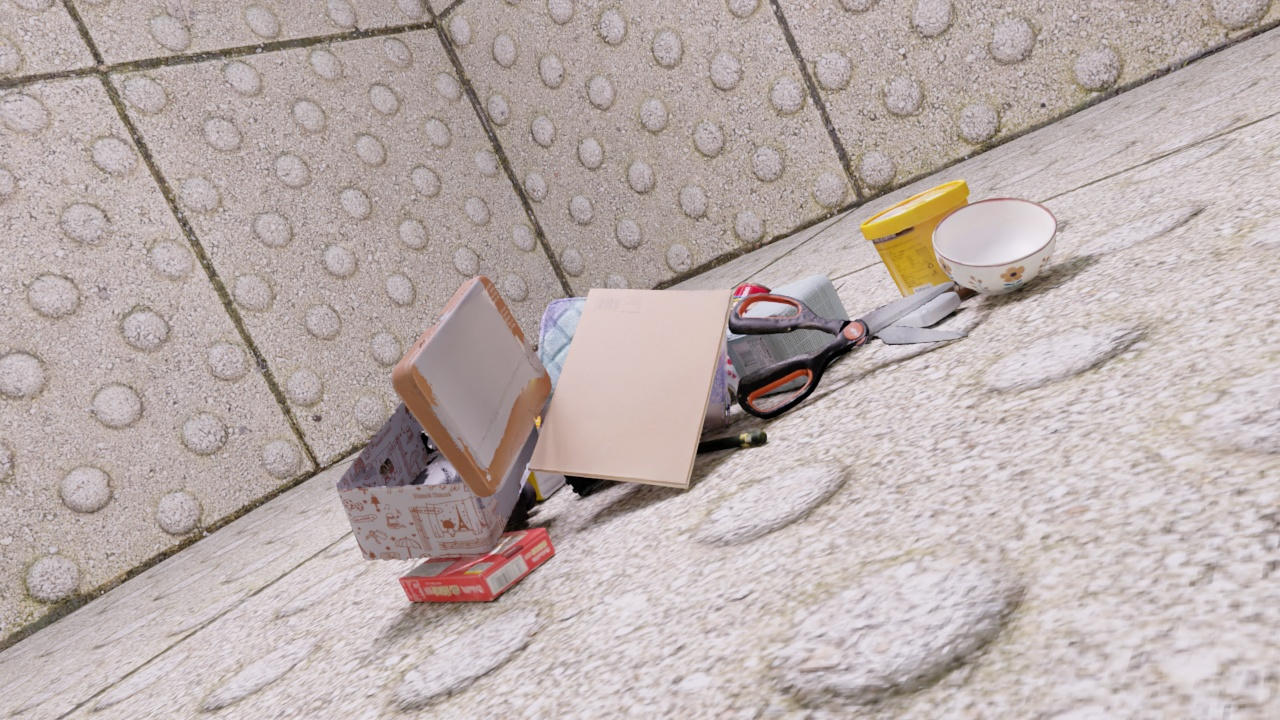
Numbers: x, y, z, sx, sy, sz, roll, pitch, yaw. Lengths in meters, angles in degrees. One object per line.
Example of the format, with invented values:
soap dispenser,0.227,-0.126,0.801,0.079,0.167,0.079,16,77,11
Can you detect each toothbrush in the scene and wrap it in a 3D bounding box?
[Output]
toothbrush,0.054,0.083,0.868,0.017,0.012,0.186,-25,5,-39

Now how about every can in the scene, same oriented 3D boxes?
can,0.110,-0.022,1.045,0.053,0.053,0.132,-15,43,57

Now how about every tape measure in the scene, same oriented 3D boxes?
tape measure,-0.041,0.102,0.935,0.066,0.033,0.066,-36,4,18

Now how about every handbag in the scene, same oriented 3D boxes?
handbag,-0.005,0.005,0.933,0.194,0.134,0.076,0,-20,6

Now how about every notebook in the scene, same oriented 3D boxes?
notebook,-0.006,0.016,0.848,0.150,0.012,0.211,3,55,20

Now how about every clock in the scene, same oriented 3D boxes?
clock,-0.152,0.146,0.931,0.082,0.055,0.122,-20,-9,9

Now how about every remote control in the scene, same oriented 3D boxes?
remote control,0.276,-0.045,0.976,0.055,0.020,0.136,-28,7,-27

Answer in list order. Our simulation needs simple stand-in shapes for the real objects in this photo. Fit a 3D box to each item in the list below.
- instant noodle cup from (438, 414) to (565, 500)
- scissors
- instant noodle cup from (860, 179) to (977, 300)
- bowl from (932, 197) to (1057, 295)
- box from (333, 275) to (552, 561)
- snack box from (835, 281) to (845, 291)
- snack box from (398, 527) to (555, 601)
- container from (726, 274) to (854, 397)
instant noodle cup,-0.147,0.111,1.035,0.124,0.116,0.116,-8,15,33
scissors,0.179,-0.029,0.871,0.222,0.210,0.021,-43,-35,0
instant noodle cup,0.317,-0.121,1.001,0.118,0.114,0.118,-25,7,3
bowl,0.350,-0.105,0.904,0.113,0.062,0.113,-16,37,12
box,-0.176,0.046,0.803,0.157,0.193,0.182,-7,26,15
snack box,0.187,-0.037,1.109,0.126,0.053,0.113,-20,9,36
snack box,-0.146,0.181,0.805,0.075,0.025,0.153,-30,8,-41
container,0.156,-0.023,0.978,0.111,0.090,0.090,-35,11,-39
